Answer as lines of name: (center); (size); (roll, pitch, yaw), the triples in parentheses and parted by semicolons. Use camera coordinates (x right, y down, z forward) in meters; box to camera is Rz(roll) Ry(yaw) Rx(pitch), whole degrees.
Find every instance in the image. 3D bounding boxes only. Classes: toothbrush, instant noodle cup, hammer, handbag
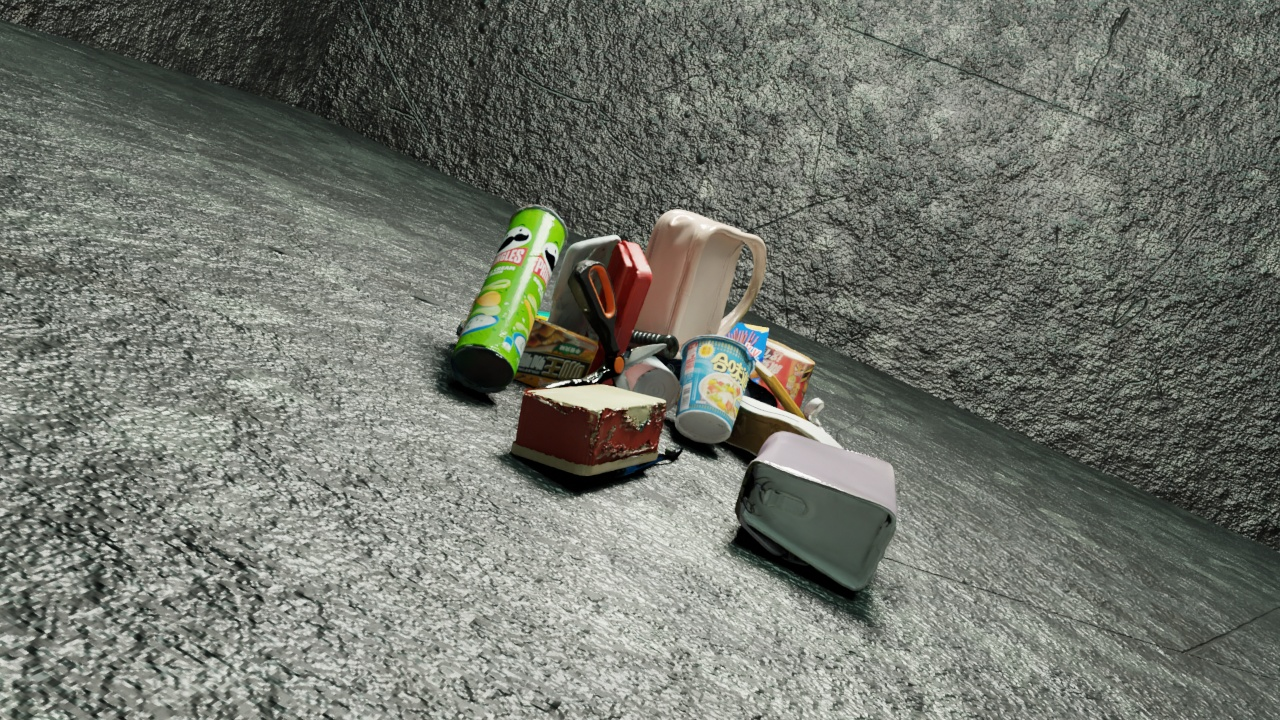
toothbrush: (0.009, 0.105, 0.960); (0.016, 0.014, 0.189); (26, 11, 19)
instant noodle cup: (0.219, 0.029, 1.536); (0.138, 0.109, 0.137); (22, 11, -5)
hammer: (-0.068, -0.037, 1.248); (0.301, 0.033, 0.128); (11, 4, 44)
handbag: (0.101, -0.107, 1.289); (0.093, 0.193, 0.233); (31, 25, 37)
handbag: (0.175, 0.138, 0.919); (0.145, 0.098, 0.196); (27, 12, 10)
instant noodle cup: (0.087, 0.040, 1.143); (0.099, 0.109, 0.099); (11, -34, 8)

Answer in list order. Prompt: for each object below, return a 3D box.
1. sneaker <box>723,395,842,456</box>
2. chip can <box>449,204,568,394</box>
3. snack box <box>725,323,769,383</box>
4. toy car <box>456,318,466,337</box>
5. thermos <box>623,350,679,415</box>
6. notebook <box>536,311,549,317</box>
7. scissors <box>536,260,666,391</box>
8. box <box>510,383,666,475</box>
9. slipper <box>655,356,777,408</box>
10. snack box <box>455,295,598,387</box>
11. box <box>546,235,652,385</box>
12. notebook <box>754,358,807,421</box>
sneaker: (0.191, 0.099, 1.153); (0.087, 0.118, 0.241); (-8, 22, -32)
chip can: (-0.142, -0.072, 1.015); (0.072, 0.072, 0.235); (22, 48, -9)
snack box: (0.149, 0.003, 1.445); (0.084, 0.026, 0.156); (10, 48, 8)
toy car: (-0.186, -0.026, 1.133); (0.049, 0.031, 0.105); (28, 8, 21)
thermos: (-0.007, 0.007, 1.264); (0.070, 0.070, 0.220); (19, 12, -21)
notebook: (-0.052, -0.037, 1.467); (0.208, 0.012, 0.150); (4, 25, -47)
scissors: (-0.042, -0.005, 1.015); (0.022, 0.221, 0.232); (7, 24, 37)
box: (-0.041, 0.055, 0.878); (0.091, 0.077, 0.168); (14, 6, 24)
slipper: (0.099, 0.013, 1.342); (0.253, 0.095, 0.104); (29, 34, 30)
snack box: (-0.133, -0.014, 1.072); (0.153, 0.075, 0.026); (22, 10, -7)
box: (-0.068, -0.054, 1.106); (0.100, 0.202, 0.095); (2, 43, -23)
notebook: (0.220, 0.075, 1.312); (0.206, 0.010, 0.146); (51, 2, -19)
